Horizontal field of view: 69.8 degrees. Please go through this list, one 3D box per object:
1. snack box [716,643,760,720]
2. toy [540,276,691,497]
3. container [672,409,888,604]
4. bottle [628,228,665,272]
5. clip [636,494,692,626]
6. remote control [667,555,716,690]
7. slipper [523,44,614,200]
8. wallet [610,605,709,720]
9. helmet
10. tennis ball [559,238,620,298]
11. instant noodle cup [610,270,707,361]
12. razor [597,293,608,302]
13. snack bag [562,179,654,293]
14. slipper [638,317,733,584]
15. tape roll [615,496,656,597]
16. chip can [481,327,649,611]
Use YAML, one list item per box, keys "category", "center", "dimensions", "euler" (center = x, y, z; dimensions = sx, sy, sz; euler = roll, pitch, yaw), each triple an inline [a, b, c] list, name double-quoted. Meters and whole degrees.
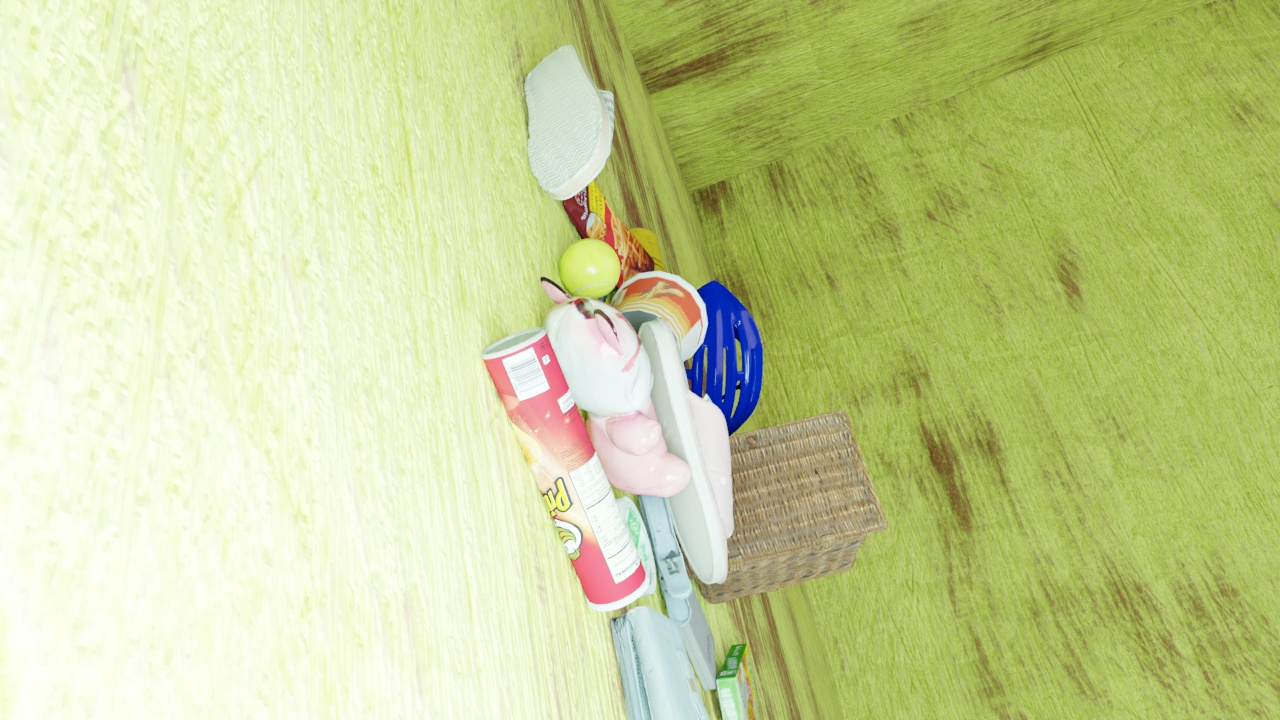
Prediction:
- category: "snack box"
  center: [0.119, 0.415, 1.070]
  dimensions: [0.168, 0.027, 0.132]
  euler: [21, 59, -78]
- category: "toy"
  center: [-0.027, 0.026, 0.843]
  dimensions: [0.142, 0.084, 0.213]
  euler: [54, -14, 55]
- category: "container"
  center: [0.156, 0.197, 1.148]
  dimensions: [0.183, 0.250, 0.162]
  euler: [74, 3, -58]
- category: "bottle"
  center: [0.006, -0.111, 1.335]
  dimensions: [0.071, 0.071, 0.163]
  euler: [59, 15, -51]
- category: "clip"
  center: [0.021, 0.172, 0.921]
  dimensions: [0.115, 0.028, 0.163]
  euler: [84, -9, -52]
- category: "remote control"
  center: [0.053, 0.285, 1.005]
  dimensions: [0.074, 0.019, 0.151]
  euler: [-86, 158, -60]
- category: "slipper"
  center: [-0.084, -0.277, 1.059]
  dimensions: [0.054, 0.115, 0.272]
  euler: [34, 30, -39]
- category: "wallet"
  center: [0.018, 0.274, 0.758]
  dimensions: [0.100, 0.054, 0.131]
  euler: [57, 12, -58]
- category: "helmet"
  center: [0.093, 0.013, 1.330]
  dimensions: [0.228, 0.148, 0.241]
  euler: [154, -62, -86]
- category: "tennis ball"
  center: [-0.054, -0.099, 0.988]
  dimensions: [0.065, 0.065, 0.065]
  euler: [-18, 89, -80]
- category: "instant noodle cup"
  center: [0.010, -0.031, 1.090]
  dimensions: [0.120, 0.124, 0.123]
  euler: [-58, 130, -68]
- category: "razor"
  center: [-0.052, -0.024, 1.006]
  dimensions: [0.144, 0.022, 0.043]
  euler: [-92, -159, -48]
- category: "snack bag"
  center: [-0.059, -0.175, 1.209]
  dimensions: [0.208, 0.067, 0.138]
  euler: [52, 25, -36]
- category: "slipper"
  center: [0.053, 0.087, 0.926]
  dimensions: [0.114, 0.054, 0.274]
  euler: [144, -66, -71]
- category: "tape roll"
  center: [-0.009, 0.177, 0.871]
  dimensions: [0.093, 0.018, 0.094]
  euler: [-17, 89, -80]
- category: "chip can"
  center: [-0.055, 0.083, 0.688]
  dimensions: [0.051, 0.052, 0.215]
  euler: [-75, 145, -73]
